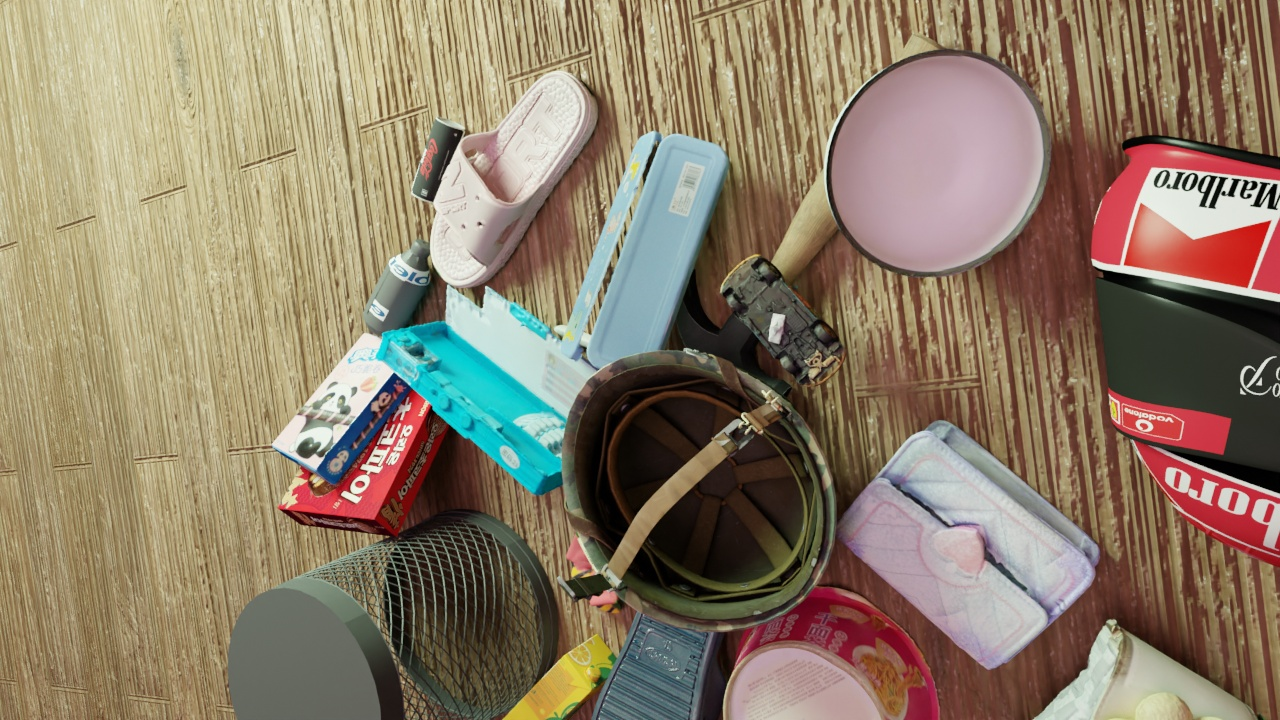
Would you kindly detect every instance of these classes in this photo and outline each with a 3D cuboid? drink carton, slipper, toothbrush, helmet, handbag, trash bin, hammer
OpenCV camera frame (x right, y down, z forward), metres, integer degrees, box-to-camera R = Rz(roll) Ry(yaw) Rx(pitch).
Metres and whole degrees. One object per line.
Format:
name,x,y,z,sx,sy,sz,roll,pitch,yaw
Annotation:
drink carton,-0.075,0.321,0.885,0.041,0.058,0.123,48,115,17
slipper,0.030,0.281,0.817,0.101,0.082,0.263,13,82,28
toothbrush,-0.005,0.005,0.839,0.189,0.016,0.017,24,116,25
helmet,0.039,0.095,0.691,0.224,0.236,0.193,44,96,-2
slipper,-0.136,-0.172,0.867,0.094,0.064,0.240,49,114,16
handbag,0.239,0.139,0.686,0.158,0.069,0.127,42,115,16
trash bin,-0.232,0.274,0.872,0.218,0.226,0.218,3,97,29
handbag,0.321,0.282,0.622,0.112,0.123,0.172,32,111,7
helmet,0.384,0.006,0.517,0.271,0.197,0.225,18,104,35
hammer,0.138,-0.117,0.735,0.132,0.040,0.306,39,112,17

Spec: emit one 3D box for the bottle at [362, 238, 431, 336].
bottle,-0.247,-0.075,0.949,0.047,0.046,0.113,43,113,19

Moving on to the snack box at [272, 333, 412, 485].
snack box,-0.297,0.046,0.940,0.088,0.033,0.154,17,64,38

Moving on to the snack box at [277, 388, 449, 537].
snack box,-0.276,0.097,0.936,0.133,0.036,0.151,0,54,29

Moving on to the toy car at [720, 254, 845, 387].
toy car,0.114,-0.031,0.715,0.047,0.047,0.112,-44,79,20

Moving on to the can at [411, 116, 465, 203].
can,-0.203,-0.200,0.919,0.031,0.031,0.081,32,110,23

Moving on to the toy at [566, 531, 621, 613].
toy,-0.029,0.191,0.857,0.084,0.046,0.104,31,115,9

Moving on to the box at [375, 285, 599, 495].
box,-0.128,0.006,0.860,0.227,0.097,0.117,37,116,21

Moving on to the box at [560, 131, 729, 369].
box,-0.007,-0.091,0.775,0.122,0.047,0.209,21,91,40

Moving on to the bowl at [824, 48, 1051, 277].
bowl,0.203,-0.141,0.656,0.153,0.072,0.153,0,108,1

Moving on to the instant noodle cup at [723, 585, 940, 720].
instant noodle cup,0.144,0.286,0.747,0.179,0.077,0.178,3,97,29
